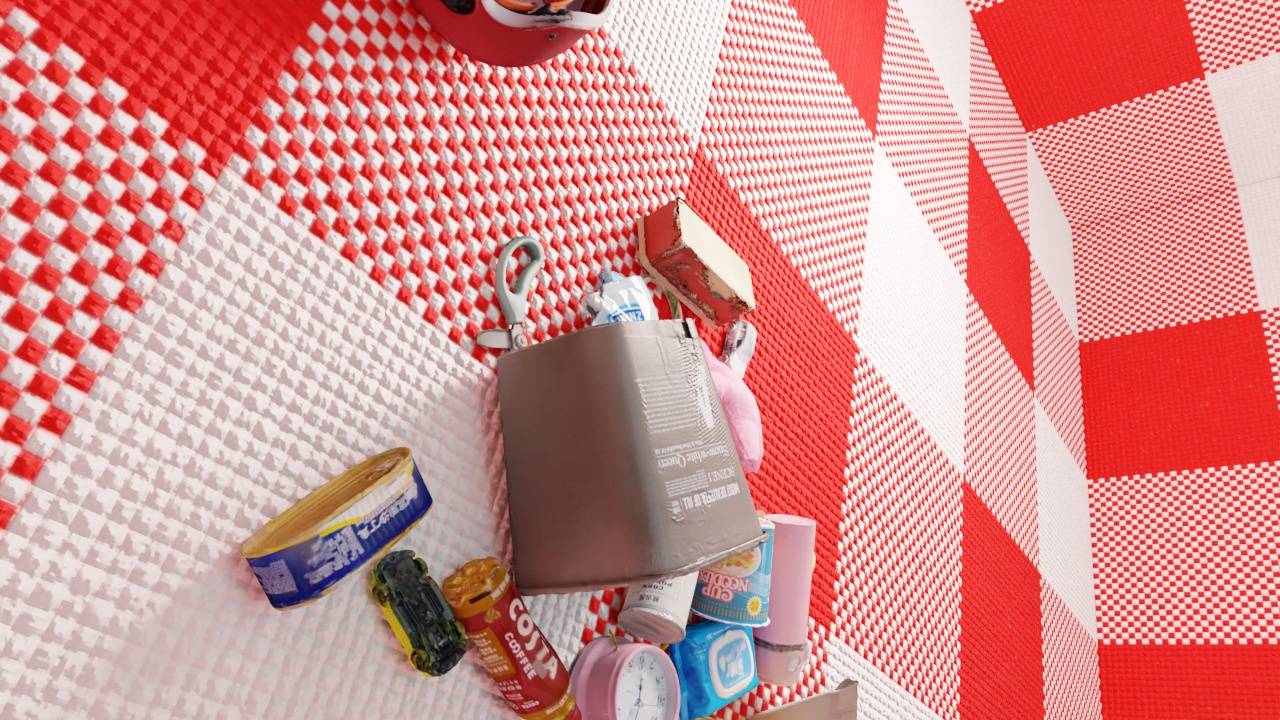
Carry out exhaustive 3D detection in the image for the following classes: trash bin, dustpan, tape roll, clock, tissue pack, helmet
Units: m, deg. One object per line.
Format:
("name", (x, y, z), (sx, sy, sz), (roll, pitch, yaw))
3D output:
("trash bin", (-0.018, 0.085, 0.842), (0.198, 0.199, 0.219), (-5, 82, -51))
("dustpan", (0.208, 0.491, 1.030), (0.142, 0.259, 0.222), (21, 61, -22))
("tape roll", (0.020, -0.059, 1.094), (0.085, 0.014, 0.085), (20, 64, -49))
("clock", (-0.015, 0.346, 0.884), (0.117, 0.060, 0.158), (29, 59, -45))
("tissue pack", (0.086, 0.336, 1.028), (0.156, 0.052, 0.095), (-2, 82, -54))
("helmet", (-0.148, -0.377, 0.863), (0.240, 0.144, 0.206), (29, 56, -29))

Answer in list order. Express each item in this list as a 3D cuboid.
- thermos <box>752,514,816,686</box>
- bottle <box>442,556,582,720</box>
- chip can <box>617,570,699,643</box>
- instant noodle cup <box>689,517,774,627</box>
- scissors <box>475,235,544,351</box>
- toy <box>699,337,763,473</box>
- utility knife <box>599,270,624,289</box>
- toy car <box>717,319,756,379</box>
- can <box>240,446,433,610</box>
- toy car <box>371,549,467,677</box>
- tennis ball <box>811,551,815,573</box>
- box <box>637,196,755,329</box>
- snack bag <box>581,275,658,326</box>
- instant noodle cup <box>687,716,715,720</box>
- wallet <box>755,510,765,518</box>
("thermos", (0.181, 0.291, 1.122), (0.087, 0.067, 0.198), (3, 90, -37))
("bottle", (-0.106, 0.253, 0.791), (0.057, 0.058, 0.175), (-49, 118, -48))
("chip can", (0.038, 0.191, 0.993), (0.071, 0.071, 0.214), (48, 44, -33))
("instant noodle cup", (0.106, 0.229, 1.025), (0.099, 0.099, 0.110), (12, 87, -51))
("scissors", (-0.104, -0.046, 0.921), (0.170, 0.019, 0.179), (7, 75, -51))
("toy", (0.105, 0.069, 1.090), (0.178, 0.075, 0.194), (59, 8, -21))
("utility knife", (-0.021, -0.011, 1.022), (0.034, 0.018, 0.178), (-3, 84, -49))
("toy car", (0.129, -0.013, 1.211), (0.043, 0.034, 0.090), (50, 45, -37))
("can", (-0.216, 0.119, 0.671), (0.147, 0.075, 0.049), (-41, 115, -51))
("toy car", (-0.180, 0.202, 0.731), (0.048, 0.032, 0.105), (-32, 94, -52))
("tennis ball", (0.193, 0.257, 1.184), (0.065, 0.066, 0.065), (21, 63, -49))
("box", (0.077, -0.119, 1.121), (0.168, 0.077, 0.091), (37, 38, -41))
("snack bag", (-0.006, 0.006, 0.995), (0.110, 0.039, 0.191), (-18, 96, -41))
("instant noodle cup", (0.101, 0.438, 0.964), (0.118, 0.115, 0.118), (22, 62, -49))
("wallet", (0.121, 0.229, 1.127), (0.115, 0.033, 0.090), (7, 77, -53))
